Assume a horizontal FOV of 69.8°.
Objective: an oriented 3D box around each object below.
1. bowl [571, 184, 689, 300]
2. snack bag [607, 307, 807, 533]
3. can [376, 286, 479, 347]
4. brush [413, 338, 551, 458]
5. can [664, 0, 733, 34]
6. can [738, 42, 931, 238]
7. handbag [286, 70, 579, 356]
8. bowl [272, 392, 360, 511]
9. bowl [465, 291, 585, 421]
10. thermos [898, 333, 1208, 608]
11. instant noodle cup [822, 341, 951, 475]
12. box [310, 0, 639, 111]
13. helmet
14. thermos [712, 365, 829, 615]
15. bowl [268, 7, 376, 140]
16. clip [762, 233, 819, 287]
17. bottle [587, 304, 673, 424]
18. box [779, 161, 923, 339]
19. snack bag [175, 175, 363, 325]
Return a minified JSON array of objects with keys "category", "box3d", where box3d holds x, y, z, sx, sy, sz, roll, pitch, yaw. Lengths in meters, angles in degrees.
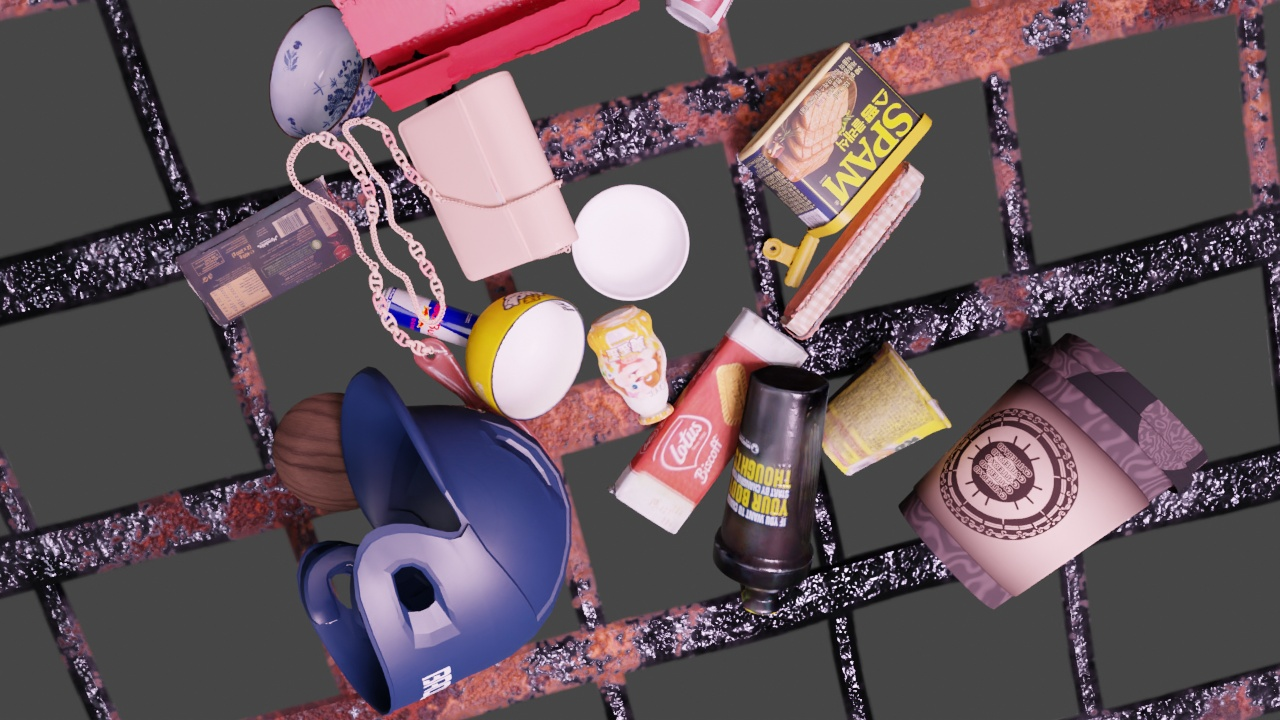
[{"category":"bowl","box3d":[-0.010,-0.108,0.839,0.105,0.054,0.105,0,100,-3]},{"category":"snack bag","box3d":[0.065,0.060,0.886,0.077,0.041,0.225,34,96,-12]},{"category":"can","box3d":[-0.194,-0.039,0.849,0.095,0.032,0.032,19,99,-8]},{"category":"brush","box3d":[-0.149,0.044,0.871,0.041,0.030,0.172,-40,103,5]},{"category":"can","box3d":[0.065,-0.340,0.797,0.054,0.054,0.096,27,98,-9]},{"category":"can","box3d":[0.170,-0.195,0.816,0.104,0.075,0.135,42,85,-8]},{"category":"handbag","box3d":[-0.151,-0.124,0.755,0.117,0.186,0.199,-12,107,40]},{"category":"bowl","box3d":[-0.292,0.092,0.869,0.119,0.032,0.119,-1,101,-4]},{"category":"bowl","box3d":[-0.113,-0.010,0.833,0.068,0.117,0.117,24,102,34]},{"category":"thermos","box3d":[0.372,0.110,0.860,0.172,0.172,0.226,43,102,-11]},{"category":"instant noodle cup","box3d":[0.222,0.052,0.872,0.108,0.102,0.102,-38,102,13]},{"category":"box","box3d":[-0.109,-0.262,0.622,0.211,0.409,0.107,-22,101,1]},{"category":"helmet","box3d":[-0.174,0.130,0.777,0.222,0.233,0.272,-28,93,-33]},{"category":"thermos","box3d":[0.123,0.118,0.857,0.098,0.098,0.221,3,109,-5]},{"category":"bowl","box3d":[-0.262,-0.239,0.786,0.114,0.045,0.114,-2,85,30]},{"category":"clip","box3d":[0.141,-0.099,0.865,0.048,0.045,0.054,17,102,-33]},{"category":"bottle","box3d":[-0.005,0.005,0.857,0.063,0.063,0.109,-24,103,1]},{"category":"box","box3d":[0.197,-0.097,0.850,0.054,0.078,0.187,41,99,29]},{"category":"snack bag","box3d":[-0.337,-0.097,0.834,0.155,0.018,0.074,-28,102,2]}]
